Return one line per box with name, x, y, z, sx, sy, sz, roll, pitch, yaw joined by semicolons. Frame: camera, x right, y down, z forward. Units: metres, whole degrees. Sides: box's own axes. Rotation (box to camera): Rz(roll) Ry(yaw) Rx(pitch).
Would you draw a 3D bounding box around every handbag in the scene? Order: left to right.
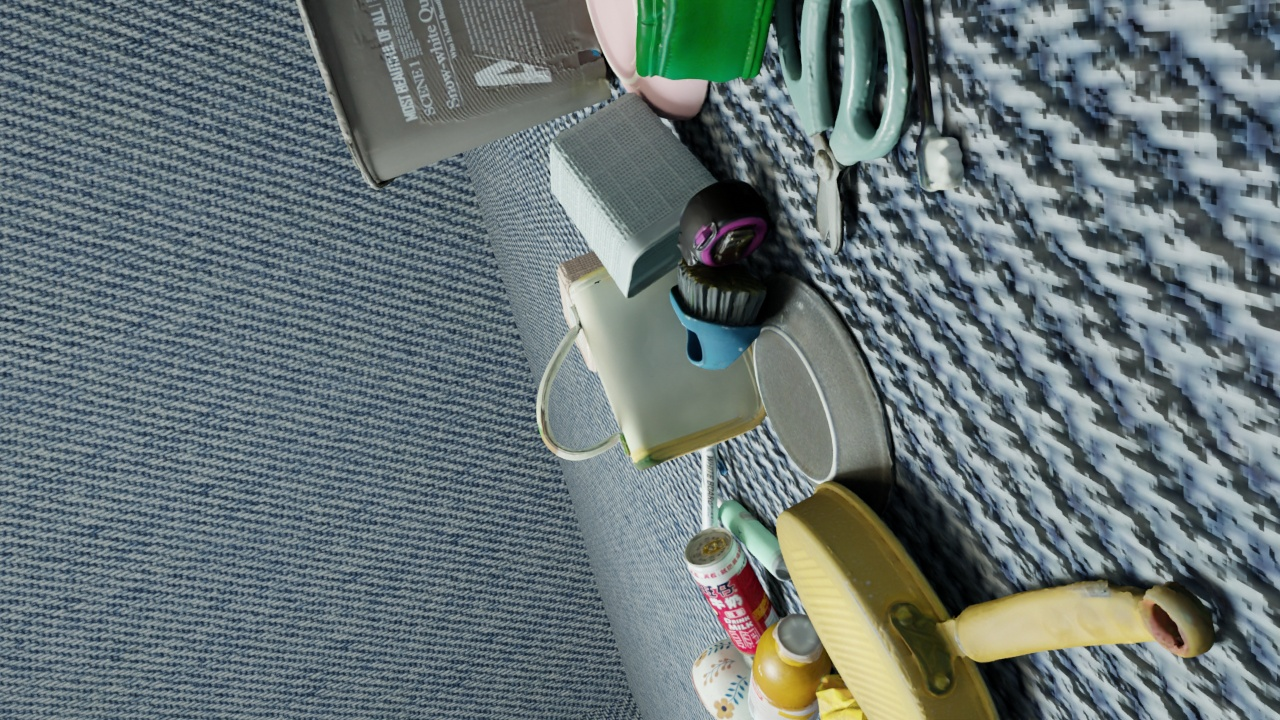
handbag;-0.004;0.004;0.735;0.063;0.178;0.163;117;132;-80
handbag;0.030;-0.212;0.458;0.131;0.068;0.120;91;177;-65

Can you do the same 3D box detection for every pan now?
pan;0.166;0.145;0.495;0.197;0.078;0.358;62;173;11

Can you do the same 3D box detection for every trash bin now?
trash bin;-0.150;-0.276;0.790;0.198;0.220;0.199;-102;-2;-70

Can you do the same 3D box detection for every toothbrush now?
toothbrush;0.098;0.157;0.890;0.224;0.026;0.027;-144;61;-71
toothbrush;0.107;-0.153;0.359;0.018;0.015;0.181;32;141;63

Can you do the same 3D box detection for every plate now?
plate;-0.006;-0.262;0.652;0.192;0.039;0.192;160;90;-79
plate;0.111;0.028;0.618;0.179;0.024;0.179;161;91;-79

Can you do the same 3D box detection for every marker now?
marker;0.068;0.110;0.895;0.017;0.017;0.145;-137;43;-67

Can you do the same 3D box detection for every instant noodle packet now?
instant noodle packet;0.180;0.300;0.693;0.128;0.044;0.110;140;117;-74

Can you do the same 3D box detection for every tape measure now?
tape measure;0.056;-0.087;0.601;0.058;0.057;0.039;109;141;-57

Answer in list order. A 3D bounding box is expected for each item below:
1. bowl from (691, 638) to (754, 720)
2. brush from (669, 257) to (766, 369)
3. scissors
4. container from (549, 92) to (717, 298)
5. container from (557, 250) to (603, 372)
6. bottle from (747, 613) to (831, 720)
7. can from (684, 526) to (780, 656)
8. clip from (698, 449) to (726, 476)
bowl;0.116;0.328;0.946;0.062;0.113;0.113;-56;36;18
brush;0.050;-0.032;0.643;0.143;0.055;0.073;-105;23;-73
scissors;0.092;-0.131;0.465;0.180;0.019;0.143;85;162;-55
container;-0.006;-0.124;0.680;0.111;0.090;0.090;52;167;11
container;-0.010;-0.053;0.831;0.090;0.111;0.090;86;161;-55
bottle;0.133;0.279;0.816;0.190;0.068;0.068;86;162;-52
can;0.091;0.224;0.887;0.133;0.053;0.053;61;175;-28
clip;0.069;0.094;0.939;0.025;0.032;0.057;100;146;-72
